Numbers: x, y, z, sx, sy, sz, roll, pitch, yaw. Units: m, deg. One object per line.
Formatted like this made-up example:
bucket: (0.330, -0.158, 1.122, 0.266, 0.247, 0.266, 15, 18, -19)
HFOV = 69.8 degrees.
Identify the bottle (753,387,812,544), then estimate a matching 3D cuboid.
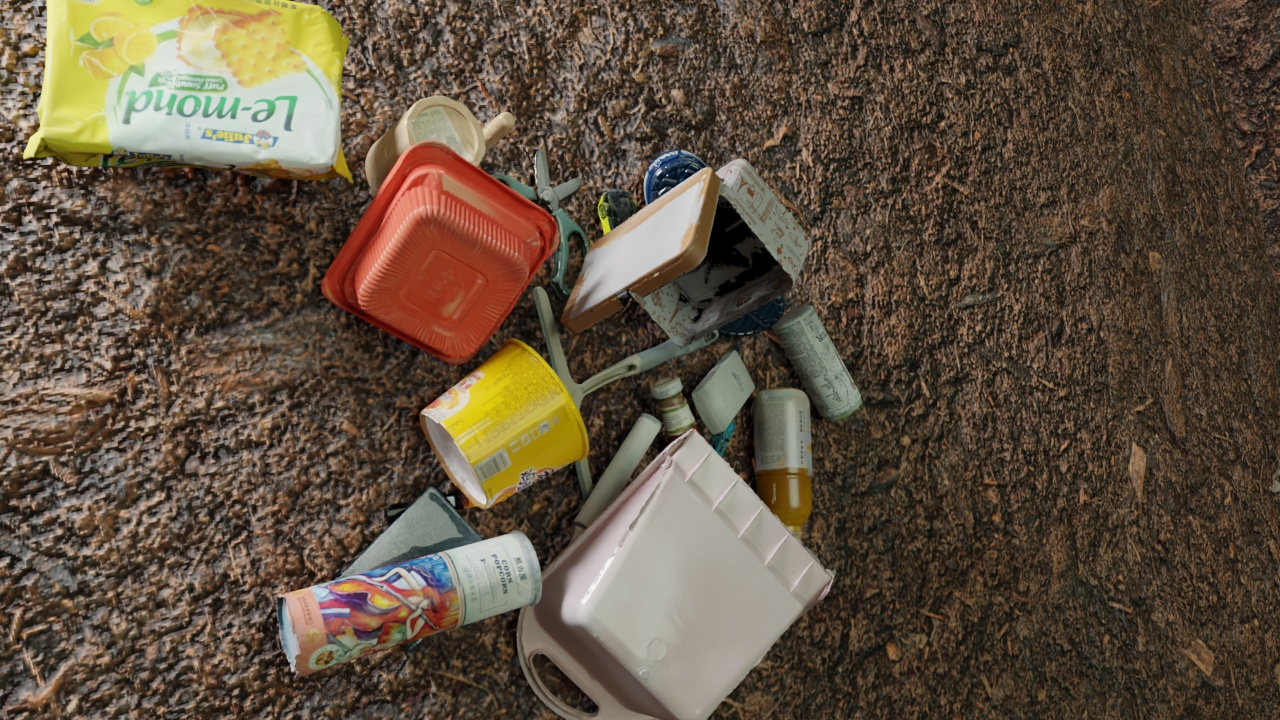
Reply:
bottle: (0.171, 0.129, 1.097, 0.068, 0.068, 0.189, 8, 75, -34)

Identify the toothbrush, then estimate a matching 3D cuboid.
toothbrush: (-0.043, 0.148, 0.948, 0.220, 0.027, 0.026, -57, 148, -24)

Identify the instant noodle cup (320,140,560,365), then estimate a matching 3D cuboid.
instant noodle cup: (-0.177, -0.083, 0.831, 0.164, 0.079, 0.189, 29, 110, -27)

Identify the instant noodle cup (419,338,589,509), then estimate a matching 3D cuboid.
instant noodle cup: (-0.132, 0.066, 0.861, 0.109, 0.138, 0.138, -34, 100, -24)

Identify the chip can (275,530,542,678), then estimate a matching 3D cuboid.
chip can: (-0.197, 0.207, 0.793, 0.214, 0.071, 0.071, -10, 86, -30)

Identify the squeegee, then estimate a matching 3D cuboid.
squeegee: (-0.006, 0.006, 1.017, 0.245, 0.039, 0.246, -25, 110, -39)

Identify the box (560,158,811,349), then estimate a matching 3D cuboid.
box: (0.046, -0.083, 0.917, 0.157, 0.184, 0.192, 45, 44, -18)

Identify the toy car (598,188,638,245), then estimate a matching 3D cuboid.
toy car: (-0.021, -0.142, 1.041, 0.048, 0.032, 0.105, -12, 87, -37)

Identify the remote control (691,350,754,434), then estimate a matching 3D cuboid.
remote control: (0.097, 0.036, 1.063, 0.056, 0.019, 0.134, 62, 30, -9)

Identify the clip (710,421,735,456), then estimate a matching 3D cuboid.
clip: (0.094, 0.096, 1.080, 0.015, 0.050, 0.056, 32, 73, -29)

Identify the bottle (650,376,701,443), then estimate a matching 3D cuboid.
bottle: (0.060, 0.117, 1.015, 0.059, 0.060, 0.206, -28, 103, -36)

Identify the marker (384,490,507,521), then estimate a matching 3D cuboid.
marker: (-0.184, 0.136, 0.878, 0.123, 0.015, 0.018, -6, 82, -34)

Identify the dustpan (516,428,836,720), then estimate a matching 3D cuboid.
dustpan: (0.015, 0.232, 0.900, 0.222, 0.139, 0.272, 49, 64, -10)

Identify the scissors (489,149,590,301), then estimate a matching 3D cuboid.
scissors: (-0.123, -0.144, 0.979, 0.178, 0.019, 0.170, -6, 85, -35)

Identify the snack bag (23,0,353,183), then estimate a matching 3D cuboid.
snack bag: (-0.370, -0.231, 0.771, 0.246, 0.068, 0.158, 0, 78, -25)

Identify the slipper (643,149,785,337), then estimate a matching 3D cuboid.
slipper: (0.077, -0.135, 1.078, 0.253, 0.105, 0.095, 56, 13, -29)

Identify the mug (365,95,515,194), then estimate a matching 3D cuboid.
mug: (-0.191, -0.202, 0.889, 0.124, 0.104, 0.084, -27, 96, -36)

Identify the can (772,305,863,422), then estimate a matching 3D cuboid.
can: (0.226, 0.004, 1.170, 0.058, 0.058, 0.147, -38, 102, -35)

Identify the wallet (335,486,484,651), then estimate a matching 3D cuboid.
wallet: (-0.202, 0.189, 0.844, 0.120, 0.019, 0.097, -46, 107, -26)
